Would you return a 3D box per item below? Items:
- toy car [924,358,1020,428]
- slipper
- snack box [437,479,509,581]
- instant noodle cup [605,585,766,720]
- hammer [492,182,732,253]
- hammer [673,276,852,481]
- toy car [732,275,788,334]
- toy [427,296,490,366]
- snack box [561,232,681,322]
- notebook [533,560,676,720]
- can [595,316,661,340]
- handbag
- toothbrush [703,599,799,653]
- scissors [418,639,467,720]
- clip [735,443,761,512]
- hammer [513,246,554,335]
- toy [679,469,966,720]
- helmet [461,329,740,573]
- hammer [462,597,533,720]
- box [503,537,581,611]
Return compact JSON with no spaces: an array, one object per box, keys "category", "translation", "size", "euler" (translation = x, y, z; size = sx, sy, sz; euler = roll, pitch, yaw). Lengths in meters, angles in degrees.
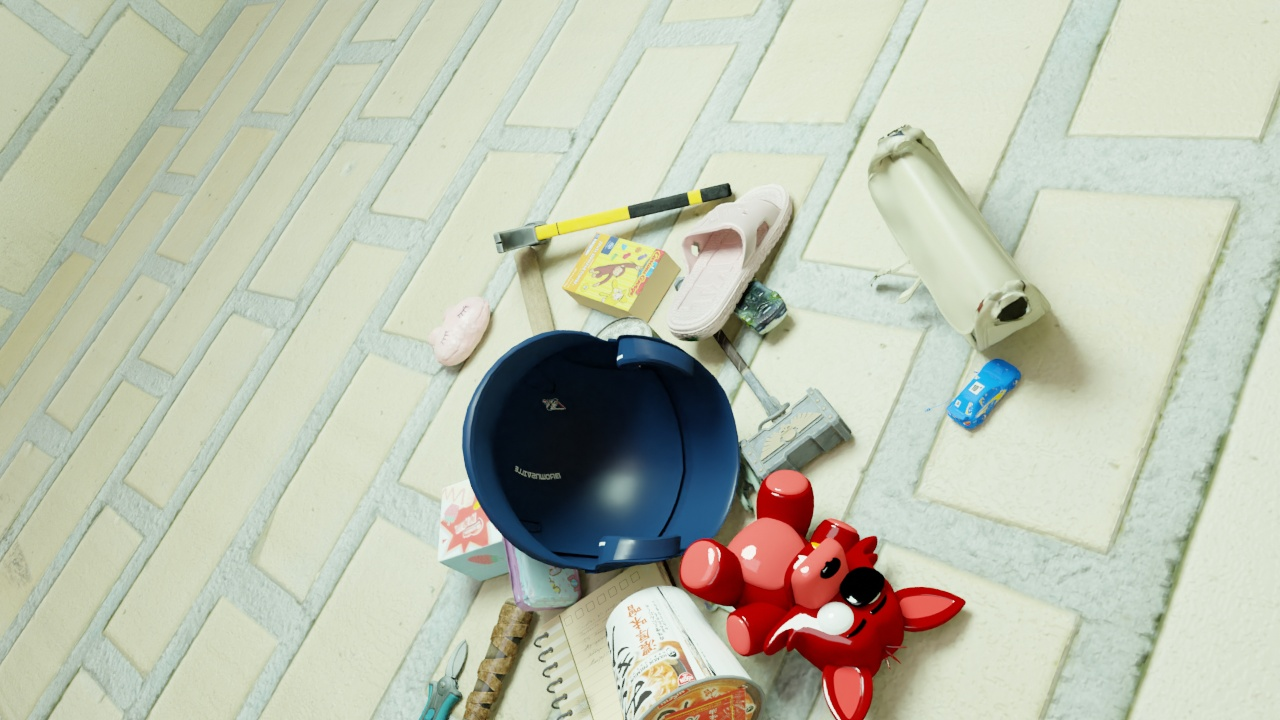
[{"category":"toy car","translation":[0.298,0.026,0.830],"size":[0.092,0.062,0.033],"euler":[-48,46,0]},{"category":"slipper","translation":[0.092,-0.127,1.050],"size":[0.094,0.064,0.238],"euler":[3,52,42]},{"category":"snack box","translation":[-0.170,0.187,1.049],"size":[0.093,0.079,0.094],"euler":[-21,52,24]},{"category":"instant noodle cup","translation":[0.028,0.273,0.807],"size":[0.124,0.123,0.121],"euler":[-40,38,7]},{"category":"hammer","translation":[-0.040,-0.185,1.183],"size":[0.325,0.169,0.034],"euler":[-10,100,19]},{"category":"hammer","translation":[0.105,-0.002,1.005],"size":[0.098,0.044,0.321],"euler":[-39,44,8]},{"category":"toy car","translation":[0.127,-0.063,1.029],"size":[0.048,0.033,0.105],"euler":[-43,33,2]},{"category":"toy","translation":[-0.257,-0.043,1.283],"size":[0.105,0.053,0.108],"euler":[9,69,55]},{"category":"snack box","translation":[-0.026,-0.104,1.159],"size":[0.126,0.040,0.088],"euler":[22,76,42]},{"category":"notebook","translation":[-0.011,0.321,0.889],"size":[0.167,0.024,0.225],"euler":[-35,48,11]},{"category":"can","translation":[-0.006,0.006,1.052],"size":[0.090,0.074,0.089],"euler":[-19,51,25]},{"category":"handbag","translation":[0.273,-0.104,0.863],"size":[0.132,0.184,0.229],"euler":[-35,64,16]},{"category":"toothbrush","translation":[0.120,0.249,0.847],"size":[0.155,0.015,0.022],"euler":[17,107,42]},{"category":"scissors","translation":[-0.218,0.382,1.001],"size":[0.136,0.019,0.138],"euler":[-40,46,5]},{"category":"clip","translation":[0.106,0.119,0.936],"size":[0.044,0.023,0.076],"euler":[-36,45,13]},{"category":"hammer","translation":[-0.128,-0.042,1.197],"size":[0.119,0.031,0.330],"euler":[-19,44,0]},{"category":"toy","translation":[0.149,0.199,0.791],"size":[0.158,0.121,0.197],"euler":[-37,46,-25]},{"category":"helmet","translation":[-0.063,0.090,0.907],"size":[0.224,0.272,0.232],"euler":[-8,71,43]},{"category":"hammer","translation":[-0.186,0.402,0.950],"size":[0.122,0.049,0.318],"euler":[4,63,40]},{"category":"box","translation":[-0.117,0.165,1.002],"size":[0.034,0.076,0.214],"euler":[-37,56,38]}]
